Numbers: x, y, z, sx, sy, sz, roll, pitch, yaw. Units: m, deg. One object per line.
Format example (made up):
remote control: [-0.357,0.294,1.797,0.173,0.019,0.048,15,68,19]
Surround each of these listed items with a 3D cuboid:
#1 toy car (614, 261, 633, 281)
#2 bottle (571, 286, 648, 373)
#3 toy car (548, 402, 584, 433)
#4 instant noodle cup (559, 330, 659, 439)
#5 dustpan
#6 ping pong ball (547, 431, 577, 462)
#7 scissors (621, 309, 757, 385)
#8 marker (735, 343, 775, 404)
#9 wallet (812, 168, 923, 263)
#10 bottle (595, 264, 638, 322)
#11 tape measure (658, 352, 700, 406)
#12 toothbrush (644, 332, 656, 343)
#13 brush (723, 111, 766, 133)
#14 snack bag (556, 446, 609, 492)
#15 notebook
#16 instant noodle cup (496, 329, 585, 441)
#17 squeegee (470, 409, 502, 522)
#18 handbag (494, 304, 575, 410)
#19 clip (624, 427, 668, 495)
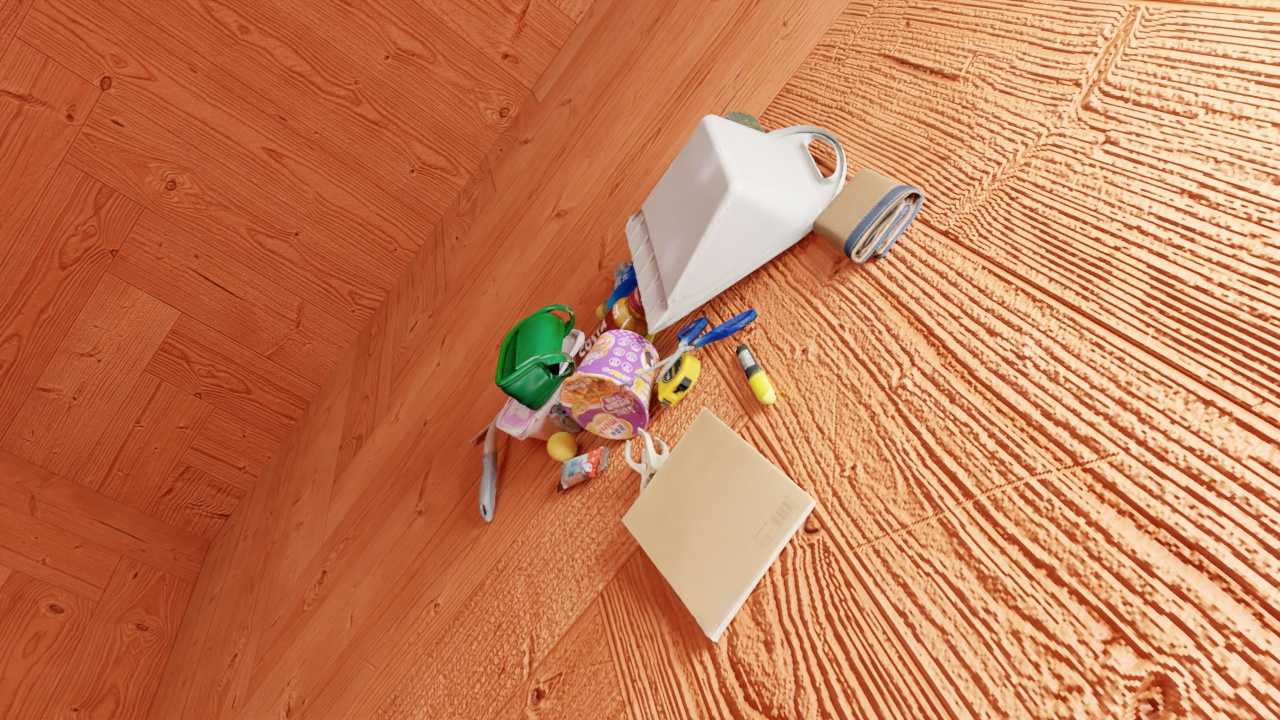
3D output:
toy car: [-0.017,-0.114,1.338,0.043,0.034,0.090,-44,28,18]
bottle: [-0.030,-0.032,1.194,0.175,0.057,0.057,-48,23,45]
toy car: [-0.081,0.068,1.217,0.106,0.049,0.031,-35,30,42]
instant noodle cup: [-0.029,0.024,1.112,0.112,0.111,0.099,-31,26,45]
dustpan: [0.114,-0.174,1.095,0.258,0.142,0.222,-57,29,35]
ping pong ball: [-0.103,0.114,1.209,0.040,0.040,0.040,-43,27,29]
scissors: [0.056,-0.018,1.040,0.176,0.012,0.162,-27,14,12]
marker: [0.118,0.012,0.952,0.018,0.015,0.124,-49,22,15]
wallet: [0.225,-0.147,0.924,0.090,0.033,0.115,-49,24,10]
bottle: [0.016,-0.109,1.232,0.219,0.065,0.065,-34,32,43]
tape measure: [0.046,0.020,1.059,0.057,0.029,0.059,-44,26,28]
toothbrush: [-0.007,0.007,1.189,0.016,0.016,0.189,-16,47,57]
brush: [0.135,-0.286,1.238,0.145,0.063,0.069,-99,18,-58]
snack bag: [-0.076,0.136,1.148,0.106,0.026,0.045,-27,47,50]
notebook: [0.065,0.144,0.866,0.149,0.012,0.211,-55,30,3]
instant noodle cup: [-0.127,0.041,1.323,0.173,0.060,0.138,-62,25,-8]
squeegee: [-0.224,0.142,1.407,0.247,0.039,0.246,-40,29,34]
handbag: [-0.137,-0.005,1.256,0.120,0.068,0.131,-34,31,27]
clip: [0.012,0.120,1.002,0.076,0.034,0.100,-47,34,19]
